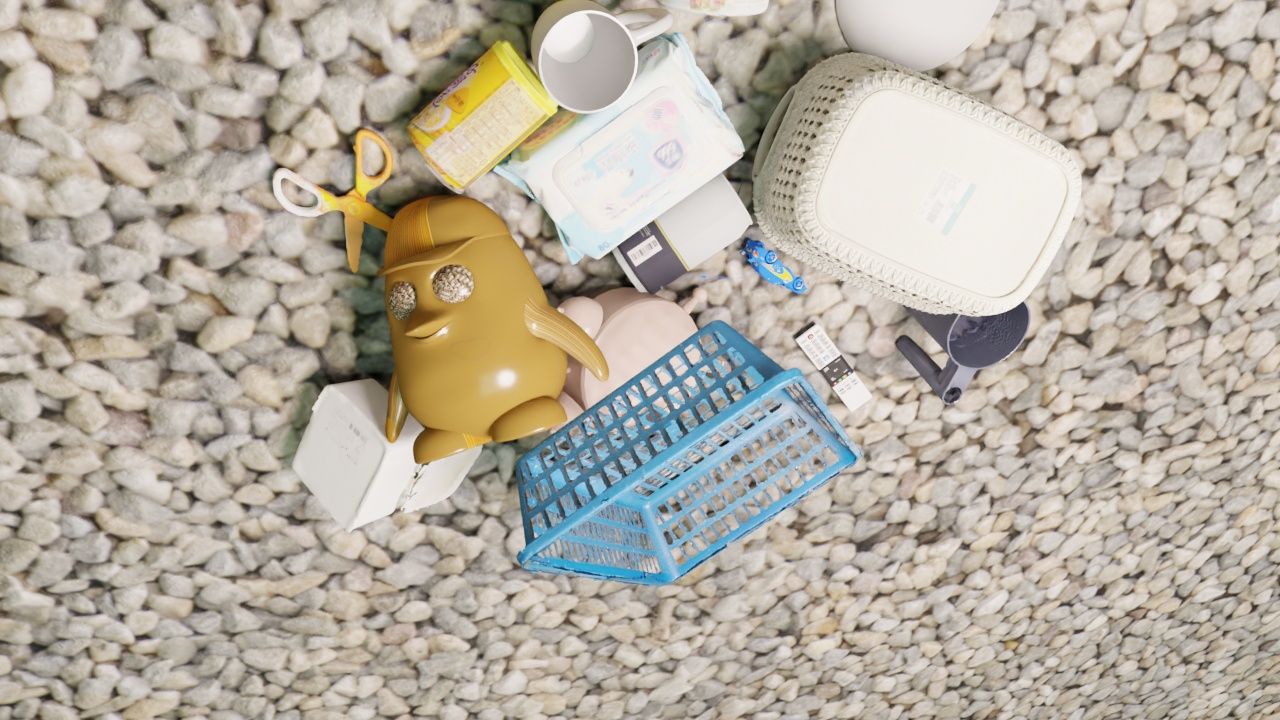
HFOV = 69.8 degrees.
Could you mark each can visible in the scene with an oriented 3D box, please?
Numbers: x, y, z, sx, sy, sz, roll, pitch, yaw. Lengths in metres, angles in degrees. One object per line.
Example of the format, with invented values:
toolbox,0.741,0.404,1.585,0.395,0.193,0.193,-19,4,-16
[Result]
can,0.040,-0.115,0.796,0.127,0.064,0.064,-33,124,7
can,-0.121,-0.187,0.705,0.105,0.067,0.067,-38,123,11
can,0.055,-0.285,0.679,0.086,0.086,0.043,-4,122,-13

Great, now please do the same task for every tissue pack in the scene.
tissue pack,-0.016,-0.167,0.745,0.182,0.070,0.112,-35,125,9

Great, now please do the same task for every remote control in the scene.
remote control,0.200,0.007,0.951,0.028,0.011,0.124,-37,124,9

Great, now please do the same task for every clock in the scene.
clock,-0.005,0.005,0.829,0.160,0.086,0.131,-5,110,-27

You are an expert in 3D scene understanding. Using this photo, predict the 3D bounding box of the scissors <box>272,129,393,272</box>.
scissors,-0.239,-0.127,0.743,0.127,0.011,0.125,0,123,-18

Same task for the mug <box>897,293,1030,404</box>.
mug,0.303,-0.036,0.896,0.083,0.104,0.124,9,119,-21

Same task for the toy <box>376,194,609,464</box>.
toy,-0.140,-0.034,0.732,0.199,0.162,0.203,-16,91,14

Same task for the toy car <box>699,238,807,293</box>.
toy car,0.106,-0.075,0.855,0.092,0.033,0.062,38,99,-31

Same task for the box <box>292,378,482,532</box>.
box,-0.219,0.084,0.846,0.136,0.126,0.109,-18,143,-57

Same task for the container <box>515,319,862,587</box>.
container,0.050,0.095,0.832,0.257,0.089,0.362,-35,156,8

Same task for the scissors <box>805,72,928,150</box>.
scissors,0.204,-0.182,0.831,0.141,0.014,0.174,7,121,-17

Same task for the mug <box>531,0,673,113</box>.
mug,-0.030,-0.239,0.682,0.107,0.089,0.071,-23,125,-1

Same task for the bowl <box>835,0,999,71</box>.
bowl,0.236,-0.304,0.743,0.149,0.043,0.150,-7,123,-11

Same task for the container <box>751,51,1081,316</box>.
container,0.222,-0.137,0.745,0.246,0.142,0.185,21,104,-6
